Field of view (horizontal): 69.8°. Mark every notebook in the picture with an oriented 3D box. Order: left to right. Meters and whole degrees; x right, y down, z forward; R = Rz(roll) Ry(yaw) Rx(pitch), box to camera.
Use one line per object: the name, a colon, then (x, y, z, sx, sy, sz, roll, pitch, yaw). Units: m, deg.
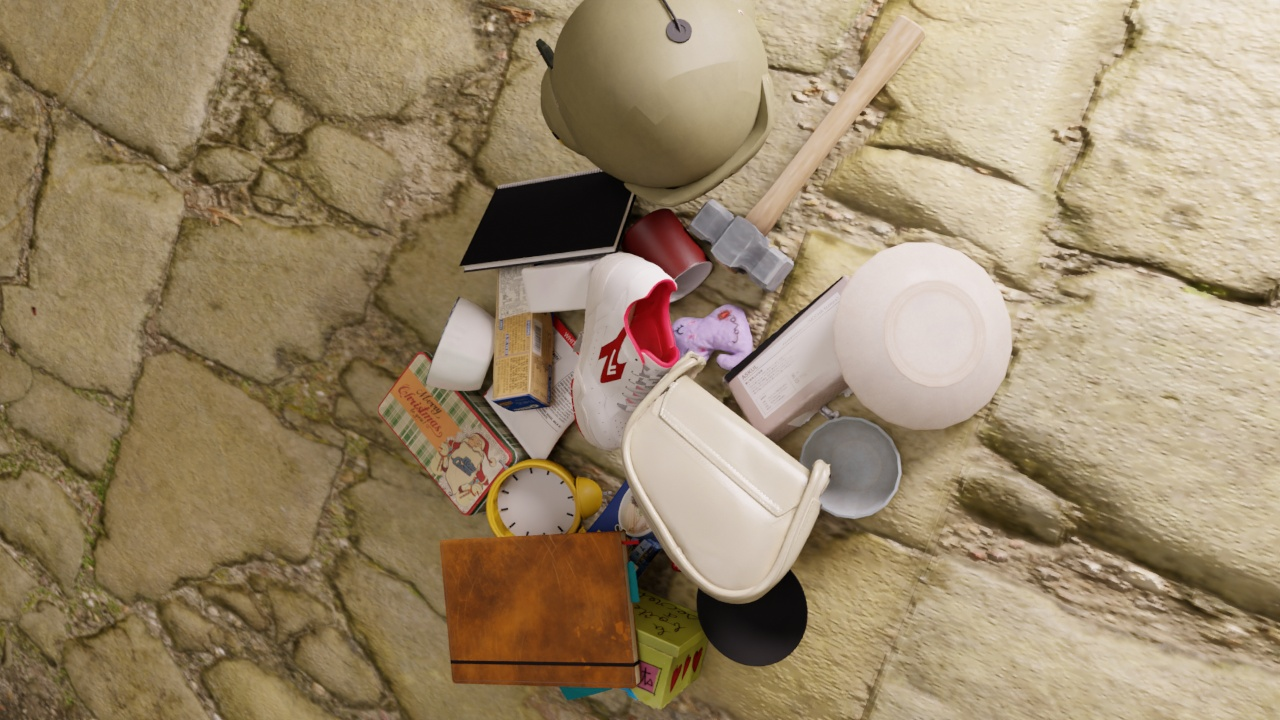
notebook: (-0.107, 0.280, 1.002, 0.250, 0.014, 0.178, -8, 86, 25)
notebook: (-0.106, -0.173, 1.106, 0.207, 0.016, 0.148, -4, 49, 24)

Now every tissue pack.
tissue pack: (0.188, 0.007, 0.991, 0.182, 0.071, 0.104, -41, 57, 16)

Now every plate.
plate: (0.286, -0.025, 0.909, 0.188, 0.027, 0.188, 0, 87, -8)

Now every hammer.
hammer: (0.192, -0.231, 1.004, 0.117, 0.051, 0.323, 42, 102, 20)

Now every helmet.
helmet: (0.028, -0.283, 0.953, 0.251, 0.255, 0.232, -35, 71, 20)

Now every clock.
clock: (-0.112, 0.180, 1.107, 0.152, 0.052, 0.113, 19, 96, 1)

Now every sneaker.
sneaker: (-0.006, 0.005, 1.024, 0.104, 0.090, 0.237, 27, 116, 41)

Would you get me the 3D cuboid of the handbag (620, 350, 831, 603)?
handbag: (0.080, 0.130, 0.967, 0.229, 0.132, 0.184, 41, 82, 16)

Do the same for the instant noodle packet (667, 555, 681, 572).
instant noodle packet: (0.076, 0.178, 1.043, 0.136, 0.039, 0.098, -27, 81, 23)

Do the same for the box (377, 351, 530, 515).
box: (-0.244, 0.093, 1.187, 0.118, 0.050, 0.205, -48, 69, 14)

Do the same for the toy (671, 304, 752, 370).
toy: (0.079, -0.019, 1.050, 0.100, 0.036, 0.080, -22, 75, 22)

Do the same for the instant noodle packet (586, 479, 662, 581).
instant noodle packet: (-0.006, 0.190, 1.050, 0.087, 0.026, 0.134, 42, 110, 16)

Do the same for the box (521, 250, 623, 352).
box: (-0.068, -0.058, 1.088, 0.103, 0.109, 0.130, -2, 106, 22)

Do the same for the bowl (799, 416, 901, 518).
bowl: (0.226, 0.112, 0.976, 0.106, 0.039, 0.106, -1, 87, 24)

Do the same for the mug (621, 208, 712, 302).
mug: (0.020, -0.111, 1.064, 0.106, 0.073, 0.082, -45, 71, 29)

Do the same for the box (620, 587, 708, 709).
box: (-0.039, 0.303, 1.045, 0.221, 0.124, 0.082, 14, 96, 26)

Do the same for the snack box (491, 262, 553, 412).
snack box: (-0.140, -0.044, 1.114, 0.056, 0.057, 0.206, -10, 67, 23)

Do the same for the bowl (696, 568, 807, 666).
bowl: (0.129, 0.266, 1.006, 0.124, 0.052, 0.124, -1, 87, 24)

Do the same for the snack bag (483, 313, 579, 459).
snack bag: (-0.118, 0.037, 1.135, 0.144, 0.039, 0.131, -48, 66, 14)

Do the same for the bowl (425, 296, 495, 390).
bowl: (-0.215, -0.014, 1.134, 0.065, 0.116, 0.116, 21, 97, -9)
